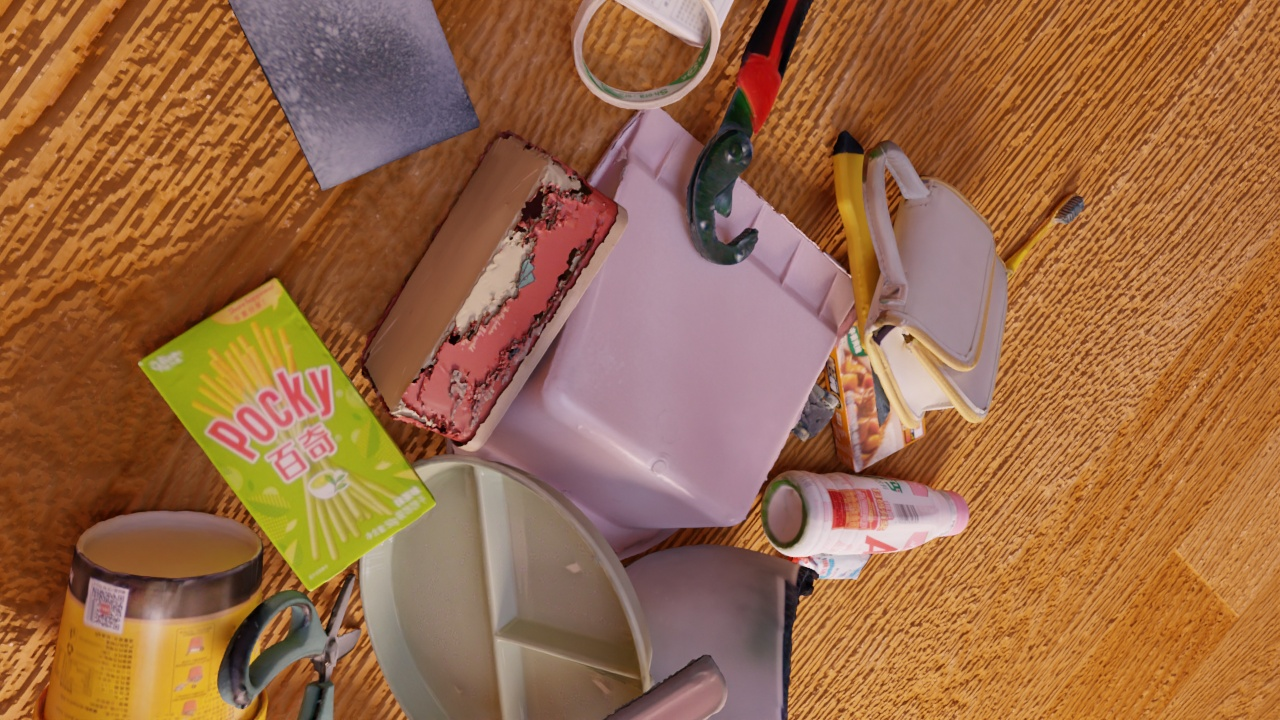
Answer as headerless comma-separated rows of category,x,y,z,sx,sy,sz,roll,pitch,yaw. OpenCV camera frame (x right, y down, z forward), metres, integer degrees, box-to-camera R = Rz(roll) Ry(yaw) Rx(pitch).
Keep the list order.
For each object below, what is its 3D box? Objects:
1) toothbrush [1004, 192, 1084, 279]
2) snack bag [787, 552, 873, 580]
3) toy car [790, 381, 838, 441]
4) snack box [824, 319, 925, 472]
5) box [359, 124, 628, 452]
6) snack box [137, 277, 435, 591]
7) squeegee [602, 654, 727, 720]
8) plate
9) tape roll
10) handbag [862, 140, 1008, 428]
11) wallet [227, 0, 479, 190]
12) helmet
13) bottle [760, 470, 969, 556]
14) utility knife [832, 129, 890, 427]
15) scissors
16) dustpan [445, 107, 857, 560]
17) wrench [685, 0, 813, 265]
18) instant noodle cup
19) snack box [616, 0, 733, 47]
toothbrush,0.301,-0.067,0.761,0.191,0.018,0.016,-47,123,-1
snack bag,0.163,0.176,0.796,0.104,0.026,0.048,10,119,-30
toy car,0.113,0.025,0.695,0.090,0.034,0.043,40,88,-33
snack box,0.185,0.011,0.731,0.075,0.026,0.154,-25,122,-16
box,-0.092,-0.043,0.522,0.075,0.091,0.168,29,97,-39
snack box,-0.194,0.041,0.513,0.085,0.026,0.156,-34,101,-11
squeegee,0.029,0.305,0.527,0.248,0.040,0.249,-40,111,21
plate,-0.086,0.165,0.559,0.027,0.230,0.230,-20,125,-54
tape roll,0.003,-0.185,0.530,0.085,0.013,0.086,-8,141,-6
handbag,0.200,-0.062,0.639,0.179,0.063,0.163,52,46,-31
wallet,-0.149,-0.163,0.483,0.097,0.019,0.121,-28,121,-16
helmet,0.011,0.241,0.648,0.157,0.229,0.275,23,132,1
bottle,0.194,0.127,0.768,0.196,0.068,0.068,5,110,-32
utility knife,0.156,-0.056,0.643,0.033,0.015,0.209,-7,89,-42
scissors,-0.203,0.190,0.533,0.019,0.169,0.181,5,144,8
dustpan,-0.004,0.004,0.621,0.222,0.139,0.272,38,64,-24
wrench,0.085,-0.191,0.565,0.056,0.016,0.273,18,92,-30
instant noodle cup,-0.266,0.154,0.512,0.118,0.118,0.114,5,102,-29
snack box,-0.005,-0.249,0.511,0.156,0.027,0.085,19,103,-33
